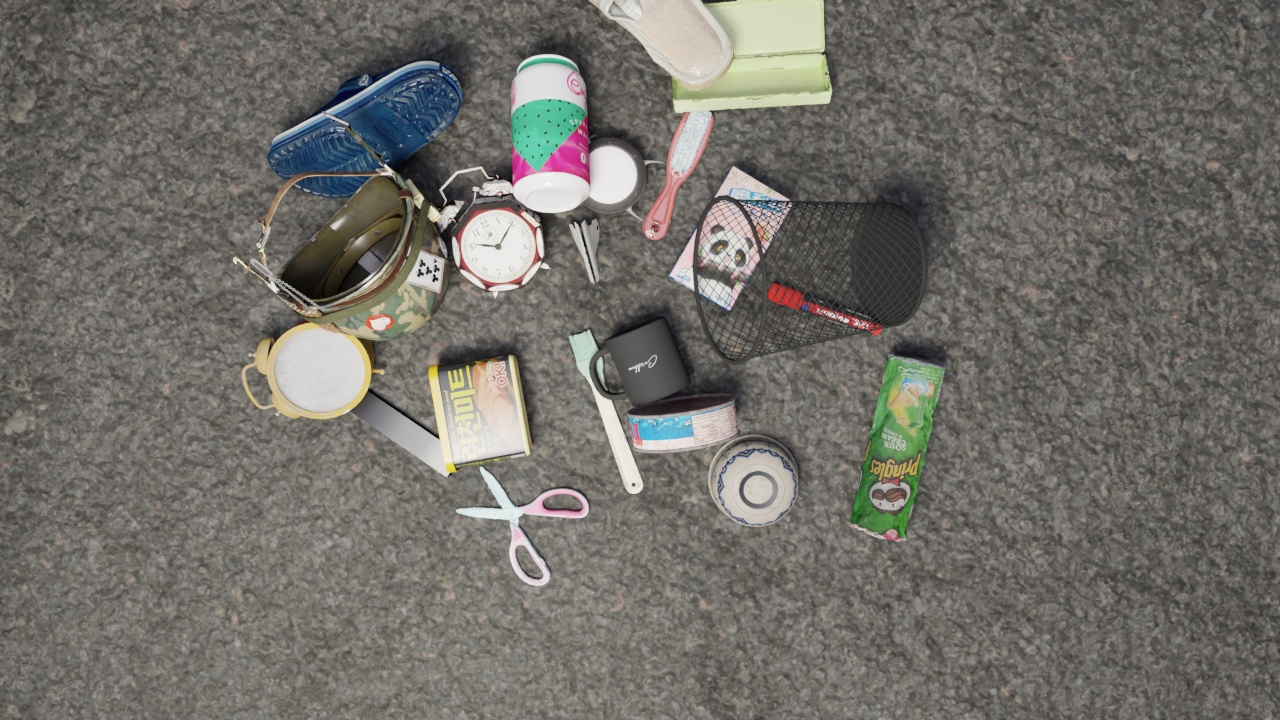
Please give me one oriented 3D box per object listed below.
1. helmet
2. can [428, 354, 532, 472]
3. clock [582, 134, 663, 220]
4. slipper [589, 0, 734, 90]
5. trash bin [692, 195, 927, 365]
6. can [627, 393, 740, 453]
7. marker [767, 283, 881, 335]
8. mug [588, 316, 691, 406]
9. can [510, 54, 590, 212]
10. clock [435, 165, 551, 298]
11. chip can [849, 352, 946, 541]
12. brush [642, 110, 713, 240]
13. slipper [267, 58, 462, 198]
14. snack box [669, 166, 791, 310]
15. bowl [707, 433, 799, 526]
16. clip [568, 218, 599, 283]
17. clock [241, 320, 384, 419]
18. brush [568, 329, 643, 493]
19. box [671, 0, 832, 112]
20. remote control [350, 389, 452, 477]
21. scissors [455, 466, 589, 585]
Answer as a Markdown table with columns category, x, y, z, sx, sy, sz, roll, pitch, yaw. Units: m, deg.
| category | x | y | z | sx | sy | sz | roll | pitch | yaw |
| --- | --- | --- | --- | --- | --- | --- | --- | --- | --- |
| helmet | -0.319 | -0.126 | 1.024 | 0.192 | 0.224 | 0.236 | -48 | 114 | -6 |
| can | -0.193 | 0.062 | 1.120 | 0.101 | 0.072 | 0.131 | -10 | 90 | -3 |
| clock | -0.043 | -0.223 | 1.106 | 0.123 | 0.043 | 0.091 | 19 | 96 | -1 |
| slipper | 0.003 | -0.428 | 1.061 | 0.114 | 0.054 | 0.272 | -42 | 85 | -7 |
| trash bin | 0.191 | -0.099 | 1.033 | 0.210 | 0.184 | 0.184 | -7 | 96 | -19 |
| can | 0.051 | 0.073 | 1.092 | 0.130 | 0.130 | 0.044 | -9 | 96 | 2 |
| marker | 0.227 | -0.063 | 1.127 | 0.145 | 0.024 | 0.021 | 19 | 58 | -1 |
| mug | -0.007 | 0.007 | 1.115 | 0.114 | 0.078 | 0.088 | -21 | 95 | 13 |
| can | -0.104 | -0.260 | 1.060 | 0.088 | 0.088 | 0.165 | -4 | 74 | 1 |
| clock | -0.180 | -0.160 | 1.103 | 0.115 | 0.065 | 0.155 | -28 | 110 | 4 |
| chip can | 0.314 | 0.102 | 1.119 | 0.075 | 0.075 | 0.223 | 10 | 96 | 0 |
| brush | 0.044 | -0.228 | 1.111 | 0.041 | 0.030 | 0.172 | 22 | 97 | -1 |
| slipper | -0.319 | -0.280 | 1.086 | 0.253 | 0.105 | 0.095 | -22 | 53 | 17 |
| snack box | 0.110 | -0.147 | 1.116 | 0.088 | 0.033 | 0.154 | 30 | 96 | -3 |
| bowl | 0.142 | 0.153 | 1.134 | 0.115 | 0.059 | 0.115 | 0 | 96 | 1 |
| clip | -0.063 | -0.146 | 1.112 | 0.041 | 0.102 | 0.054 | -12 | 52 | 0 |
| clock | -0.402 | 0.009 | 1.119 | 0.158 | 0.081 | 0.117 | -20 | 106 | -6 |
| brush | -0.040 | 0.067 | 1.154 | 0.033 | 0.012 | 0.217 | -19 | 97 | 3 |
| box | 0.128 | -0.361 | 1.090 | 0.188 | 0.048 | 0.140 | -5 | 84 | 2 |
| remote control | -0.295 | 0.092 | 1.160 | 0.150 | 0.013 | 0.034 | 35 | 92 | -2 |
| scissors | -0.151 | 0.214 | 1.171 | 0.170 | 0.014 | 0.168 | 2 | 96 | 1 |
